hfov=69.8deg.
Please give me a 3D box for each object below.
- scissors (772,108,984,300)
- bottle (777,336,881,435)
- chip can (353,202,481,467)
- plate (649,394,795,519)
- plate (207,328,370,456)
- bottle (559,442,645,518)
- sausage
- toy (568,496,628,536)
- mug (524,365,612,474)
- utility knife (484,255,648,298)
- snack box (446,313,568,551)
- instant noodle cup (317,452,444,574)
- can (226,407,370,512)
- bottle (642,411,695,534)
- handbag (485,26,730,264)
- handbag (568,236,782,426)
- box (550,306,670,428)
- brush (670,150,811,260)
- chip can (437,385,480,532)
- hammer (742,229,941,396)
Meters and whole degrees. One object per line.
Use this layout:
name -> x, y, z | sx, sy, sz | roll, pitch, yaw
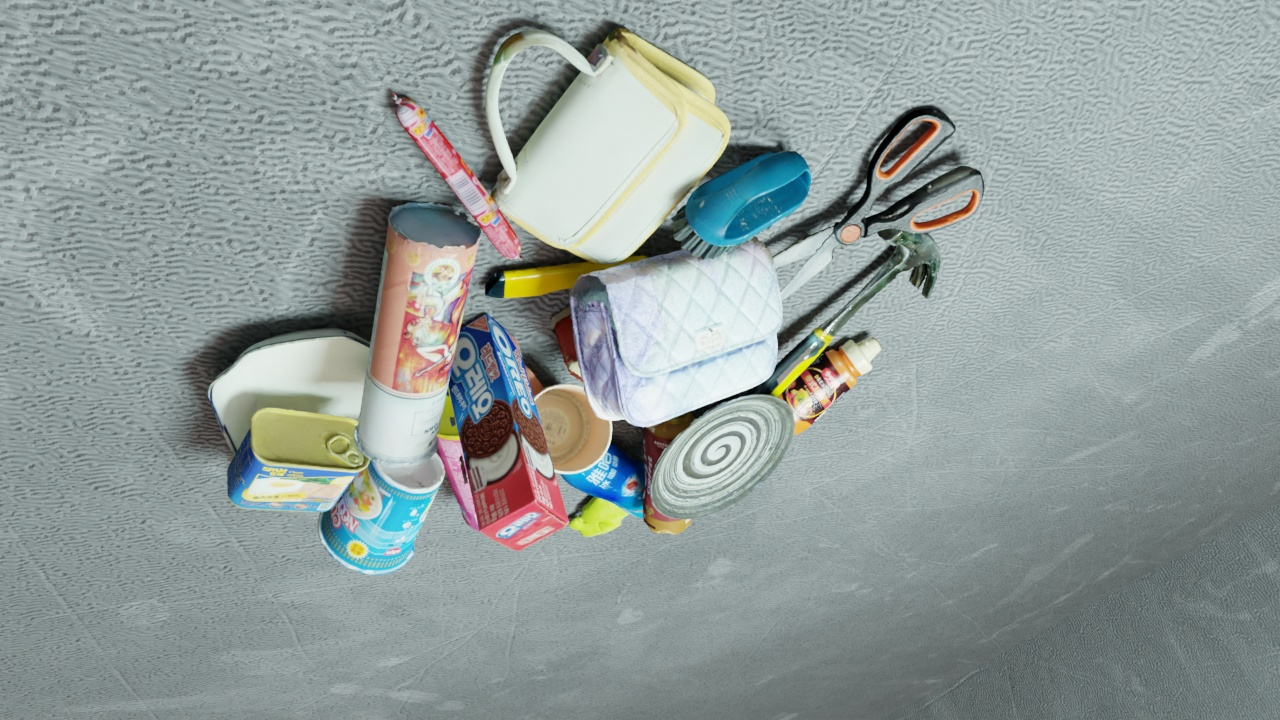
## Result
scissors -> 0.198, -0.137, 0.826 | 0.227, 0.021, 0.198 | -10, 130, -2
bottle -> 0.206, 0.023, 1.036 | 0.150, 0.066, 0.066 | -37, 143, 11
chip can -> -0.181, -0.017, 0.734 | 0.071, 0.071, 0.215 | 0, 127, -27
plate -> 0.085, 0.099, 0.977 | 0.179, 0.024, 0.180 | -19, 136, -19
plate -> -0.293, 0.054, 0.846 | 0.162, 0.034, 0.266 | -10, 145, -13
bottle -> -0.045, 0.122, 1.038 | 0.065, 0.065, 0.218 | -32, 143, 17
sausage -> -0.128, -0.128, 0.658 | 0.020, 0.020, 0.156 | -27, 127, 10
toy -> -0.044, 0.193, 1.165 | 0.096, 0.031, 0.100 | -10, 145, -11
mug -> -0.089, 0.053, 0.887 | 0.081, 0.114, 0.106 | -40, -173, -13
utility knife -> -0.055, -0.075, 0.805 | 0.167, 0.015, 0.033 | -9, 150, -18
snack box -> -0.121, 0.056, 0.784 | 0.058, 0.207, 0.057 | -30, 142, 11
instant noodle cup -> -0.240, 0.131, 0.872 | 0.099, 0.099, 0.110 | 11, 127, -37
can -> -0.304, 0.091, 0.810 | 0.102, 0.057, 0.083 | 11, 138, -36
bottle -> 0.032, 0.107, 1.015 | 0.057, 0.057, 0.175 | -8, 118, -17
handbag -> -0.042, -0.157, 0.665 | 0.178, 0.063, 0.164 | 19, 128, -38
handbag -> 0.039, -0.028, 0.787 | 0.193, 0.134, 0.076 | -20, -164, -38
box -> -0.005, 0.005, 0.886 | 0.091, 0.076, 0.168 | -32, 143, 14
brush -> 0.088, -0.130, 0.719 | 0.143, 0.055, 0.074 | -33, 175, -40
chip can -> -0.168, 0.102, 0.943 | 0.071, 0.071, 0.211 | -14, 146, -9
hammer -> 0.183, -0.014, 0.964 | 0.126, 0.032, 0.324 | 20, 122, -45
